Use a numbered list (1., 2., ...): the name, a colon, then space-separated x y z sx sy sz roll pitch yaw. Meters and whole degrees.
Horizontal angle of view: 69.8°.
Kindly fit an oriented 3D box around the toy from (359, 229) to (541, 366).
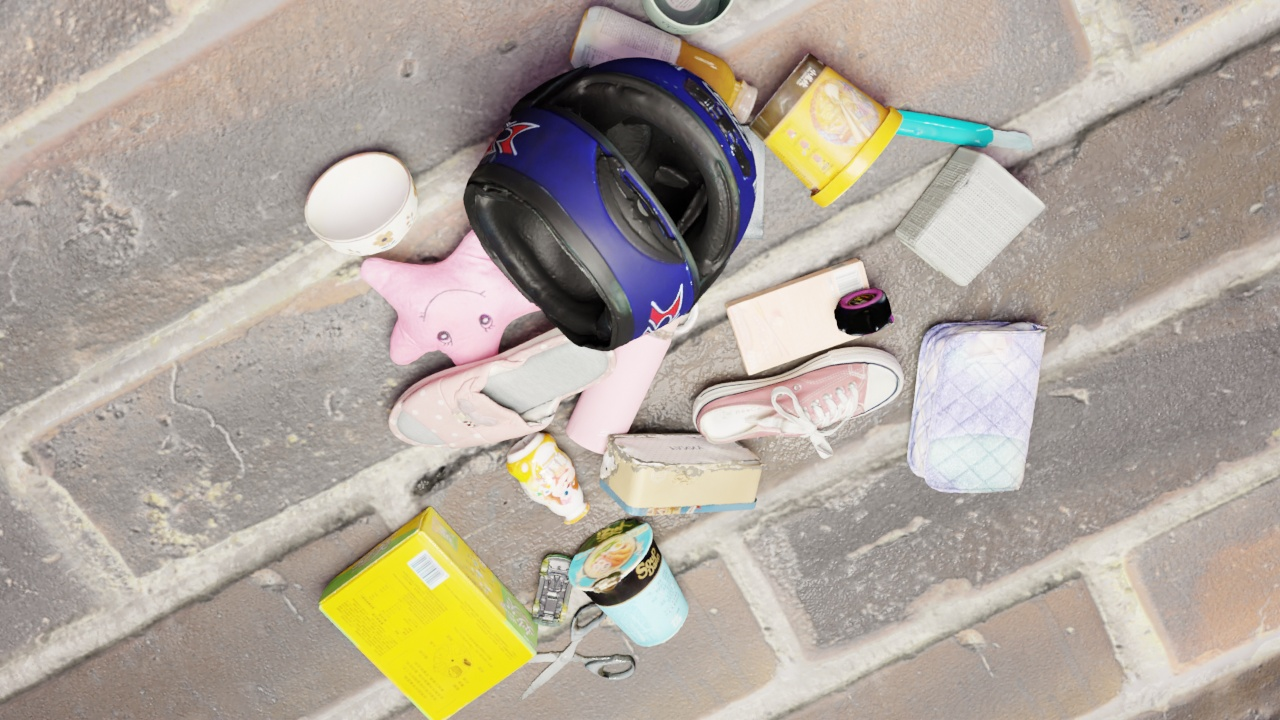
1. toy: -0.183 -0.053 0.976 0.194 0.074 0.179 -16 119 0

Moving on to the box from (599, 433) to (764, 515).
1. box: 0.051 0.123 1.007 0.184 0.090 0.064 5 107 -28

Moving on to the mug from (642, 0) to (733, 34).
1. mug: 0.030 -0.362 0.881 0.111 0.106 0.082 14 105 -7

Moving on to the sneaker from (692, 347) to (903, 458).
1. sneaker: 0.180 0.054 1.006 0.241 0.087 0.118 -12 123 -4

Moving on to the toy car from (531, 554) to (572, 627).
1. toy car: -0.104 0.272 1.092 0.043 0.036 0.091 12 105 -6

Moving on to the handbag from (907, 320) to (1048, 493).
1. handbag: 0.379 0.050 1.036 0.134 0.075 0.194 1 107 -8

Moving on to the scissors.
1. scissors: -0.091 0.363 1.131 0.181 0.014 0.159 11 105 -5

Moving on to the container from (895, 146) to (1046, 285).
1. container: 0.342 -0.150 0.970 0.090 0.090 0.114 36 104 -12

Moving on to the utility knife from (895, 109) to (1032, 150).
1. utility knife: 0.324 -0.245 0.979 0.196 0.013 0.029 8 105 -3

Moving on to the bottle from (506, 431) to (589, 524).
1. bottle: -0.102 0.135 1.040 0.063 0.063 0.108 -34 105 6

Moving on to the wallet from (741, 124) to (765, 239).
1. wallet: 0.086 -0.190 0.981 0.097 0.019 0.121 -1 105 -5

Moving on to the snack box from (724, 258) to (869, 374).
1. snack box: 0.180 -0.049 1.021 0.157 0.026 0.084 -19 106 3

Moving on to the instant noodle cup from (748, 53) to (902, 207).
1. instant noodle cup: 0.181 -0.236 0.926 0.114 0.118 0.118 39 100 -4

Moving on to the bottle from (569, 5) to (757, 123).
1. bottle: 0.025 -0.291 0.922 0.189 0.068 0.068 20 104 -8

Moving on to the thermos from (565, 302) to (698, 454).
1. thermos: -0.006 0.006 1.011 0.087 0.067 0.199 18 104 -34

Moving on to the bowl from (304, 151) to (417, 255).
1. bowl: -0.276 -0.151 0.939 0.113 0.113 0.062 -21 149 3

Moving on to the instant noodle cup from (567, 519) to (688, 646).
1. instant noodle cup: -0.007 0.265 1.065 0.111 0.111 0.120 -30 113 5

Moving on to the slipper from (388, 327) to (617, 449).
1. slipper: -0.149 0.041 0.977 0.275 0.054 0.114 -22 134 17

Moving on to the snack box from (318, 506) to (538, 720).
1. snack box: -0.243 0.300 1.075 0.158 0.070 0.210 -37 105 7

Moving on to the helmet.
1. helmet: -0.012 -0.154 0.835 0.240 0.316 0.247 -43 104 -12

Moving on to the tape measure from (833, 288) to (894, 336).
1. tape measure: 0.239 -0.049 0.979 0.057 0.057 0.039 -38 116 -36
